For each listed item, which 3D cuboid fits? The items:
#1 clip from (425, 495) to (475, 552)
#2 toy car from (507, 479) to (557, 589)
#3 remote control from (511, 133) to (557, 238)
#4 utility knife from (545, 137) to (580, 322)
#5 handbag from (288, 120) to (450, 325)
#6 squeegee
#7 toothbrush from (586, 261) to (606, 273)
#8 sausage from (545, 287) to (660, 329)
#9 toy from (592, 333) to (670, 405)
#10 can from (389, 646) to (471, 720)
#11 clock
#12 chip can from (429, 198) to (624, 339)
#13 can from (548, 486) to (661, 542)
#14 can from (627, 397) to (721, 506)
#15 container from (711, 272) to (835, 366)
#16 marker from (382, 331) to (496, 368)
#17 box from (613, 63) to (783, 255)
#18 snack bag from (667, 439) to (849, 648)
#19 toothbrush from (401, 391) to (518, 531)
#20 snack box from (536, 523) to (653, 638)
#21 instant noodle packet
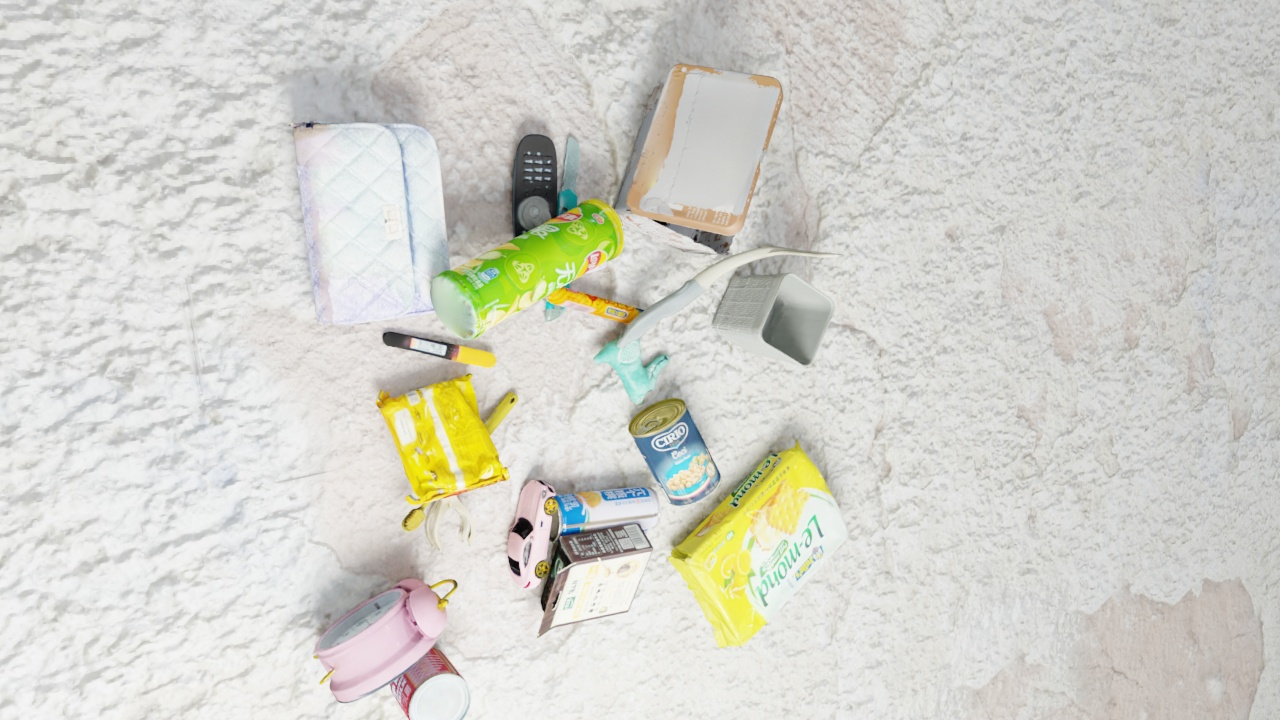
[{"bbox_3d":[-0.218,0.158,0.981,0.083,0.035,0.104,-25,103,-26],"label":"clip"},{"bbox_3d":[-0.124,0.193,1.026,0.037,0.056,0.122,7,92,-37],"label":"toy car"},{"bbox_3d":[-0.117,-0.177,1.002,0.053,0.024,0.136,-3,99,-32],"label":"remote control"},{"bbox_3d":[-0.086,-0.145,1.030,0.029,0.013,0.207,3,94,-32],"label":"utility knife"},{"bbox_3d":[-0.260,-0.136,0.896,0.134,0.076,0.194,-11,101,-31],"label":"handbag"},{"bbox_3d":[0.077,-0.085,1.052,0.246,0.246,0.039,-28,102,-2],"label":"squeegee"},{"bbox_3d":[-0.122,-0.086,1.004,0.188,0.021,0.029,-17,142,-23],"label":"toothbrush"},{"bbox_3d":[-0.042,-0.060,1.053,0.165,0.021,0.021,13,89,-37],"label":"sausage"},{"bbox_3d":[-0.006,0.006,1.086,0.096,0.030,0.092,-39,118,-28],"label":"toy"},{"bbox_3d":[-0.224,0.343,0.964,0.066,0.094,0.066,-4,98,-29],"label":"can"},{"bbox_3d":[-0.253,0.273,0.929,0.158,0.117,0.060,-31,99,-21],"label":"clock"},{"bbox_3d":[-0.113,-0.096,0.944,0.220,0.073,0.072,-35,112,-37],"label":"chip can"},{"bbox_3d":[-0.045,0.178,1.069,0.134,0.053,0.053,-1,96,-30],"label":"can"},{"bbox_3d":[0.042,0.111,1.099,0.075,0.075,0.111,-36,113,-21],"label":"can"},{"bbox_3d":[0.157,-0.053,1.121,0.090,0.114,0.090,29,81,-29],"label":"container"},{"bbox_3d":[-0.213,-0.012,0.974,0.123,0.015,0.018,13,88,-28],"label":"marker"},{"bbox_3d":[0.076,-0.224,1.017,0.152,0.178,0.182,21,86,-31],"label":"box"},{"bbox_3d":[0.153,0.232,1.181,0.246,0.068,0.158,-40,113,-20],"label":"snack bag"},{"bbox_3d":[-0.188,0.106,0.977,0.015,0.017,0.189,46,60,-17],"label":"toothbrush"},{"bbox_3d":[-0.059,0.249,1.044,0.125,0.053,0.113,-3,128,-29],"label":"snack box"},{"bbox_3d":[-0.206,0.079,0.949,0.110,0.044,0.128,-15,73,-30],"label":"instant noodle packet"}]
